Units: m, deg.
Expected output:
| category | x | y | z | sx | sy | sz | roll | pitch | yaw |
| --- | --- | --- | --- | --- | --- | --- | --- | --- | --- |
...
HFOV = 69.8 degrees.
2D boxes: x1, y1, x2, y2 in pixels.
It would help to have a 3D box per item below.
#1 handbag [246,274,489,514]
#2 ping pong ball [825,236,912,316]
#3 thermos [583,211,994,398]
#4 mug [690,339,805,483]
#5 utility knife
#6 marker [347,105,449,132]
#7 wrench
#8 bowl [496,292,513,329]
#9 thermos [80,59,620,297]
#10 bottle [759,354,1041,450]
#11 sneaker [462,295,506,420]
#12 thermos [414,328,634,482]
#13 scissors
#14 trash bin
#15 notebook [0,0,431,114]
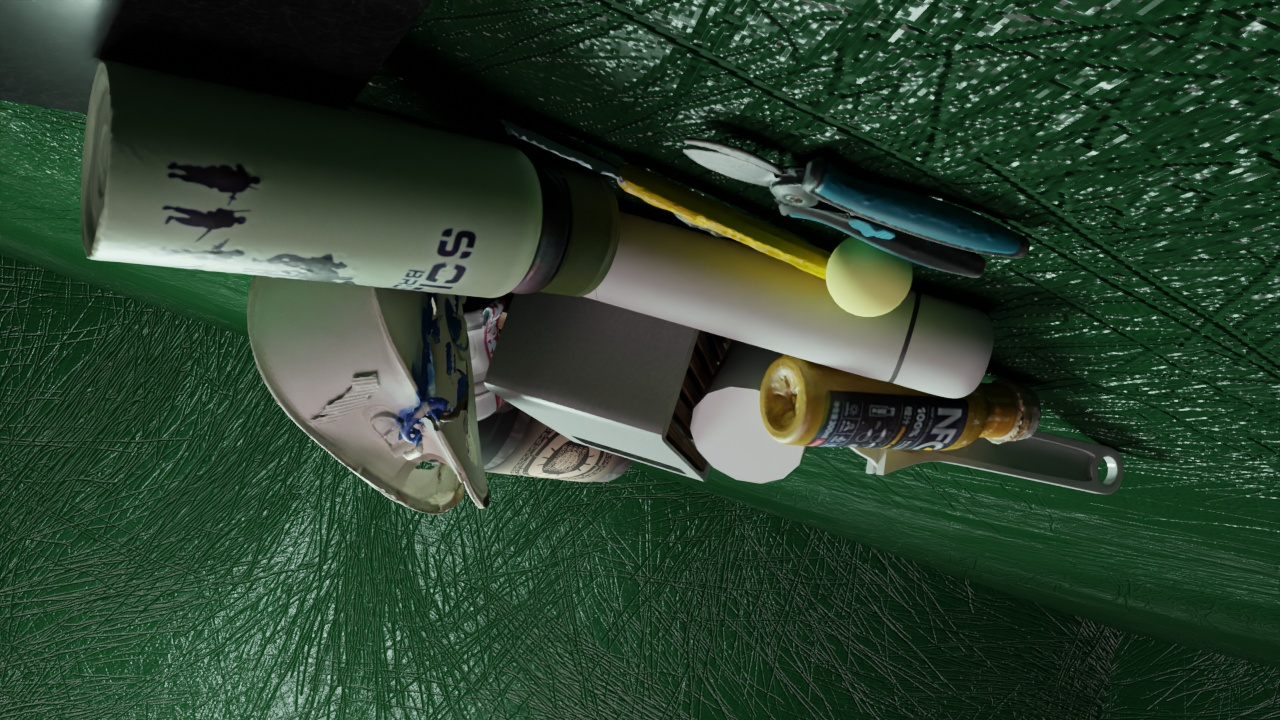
| category | x | y | z | sx | sy | sz | roll | pitch | yaw |
| --- | --- | --- | --- | --- | --- | --- | --- | --- | --- |
| handbag | -0.130 | -0.007 | 0.549 | 0.093 | 0.200 | 0.200 | -19 | 131 | 8 |
| ping pong ball | 0.108 | -0.041 | 0.436 | 0.040 | 0.040 | 0.040 | 18 | 170 | 3 |
| thermos | 0.077 | -0.032 | 0.505 | 0.224 | 0.052 | 0.052 | 16 | 170 | 10 |
| mug | 0.091 | 0.016 | 0.609 | 0.073 | 0.089 | 0.105 | 38 | 129 | -2 |
| utility knife | 0.028 | -0.076 | 0.451 | 0.206 | 0.018 | 0.030 | 24 | -156 | -15 |
| marker | -0.167 | -0.133 | 0.496 | 0.140 | 0.016 | 0.016 | 17 | 170 | 9 |
| wrench | 0.244 | 0.048 | 0.641 | 0.273 | 0.086 | 0.018 | 11 | 174 | -25 |
| bowl | -0.111 | -0.043 | 0.846 | 0.114 | 0.026 | 0.102 | 22 | 170 | -18 |
| thermos | -0.118 | -0.072 | 0.419 | 0.231 | 0.082 | 0.082 | 2 | -178 | -37 |
| bottle | 0.164 | 0.028 | 0.561 | 0.186 | 0.053 | 0.053 | 4 | 177 | -25 |
| sneaker | -0.220 | -0.059 | 0.796 | 0.263 | 0.096 | 0.129 | 32 | 133 | 16 |
| thermos | -0.118 | 0.054 | 1.018 | 0.226 | 0.172 | 0.173 | 18 | 172 | -40 |
| scissors | 0.093 | -0.065 | 0.397 | 0.132 | 0.019 | 0.148 | 9 | 168 | 37 |
| trash bin | -0.004 | 0.004 | 0.658 | 0.114 | 0.114 | 0.229 | 16 | 170 | 14 |
| notebook | -0.172 | -0.128 | 0.318 | 0.169 | 0.019 | 0.232 | 3 | 172 | -32 |
